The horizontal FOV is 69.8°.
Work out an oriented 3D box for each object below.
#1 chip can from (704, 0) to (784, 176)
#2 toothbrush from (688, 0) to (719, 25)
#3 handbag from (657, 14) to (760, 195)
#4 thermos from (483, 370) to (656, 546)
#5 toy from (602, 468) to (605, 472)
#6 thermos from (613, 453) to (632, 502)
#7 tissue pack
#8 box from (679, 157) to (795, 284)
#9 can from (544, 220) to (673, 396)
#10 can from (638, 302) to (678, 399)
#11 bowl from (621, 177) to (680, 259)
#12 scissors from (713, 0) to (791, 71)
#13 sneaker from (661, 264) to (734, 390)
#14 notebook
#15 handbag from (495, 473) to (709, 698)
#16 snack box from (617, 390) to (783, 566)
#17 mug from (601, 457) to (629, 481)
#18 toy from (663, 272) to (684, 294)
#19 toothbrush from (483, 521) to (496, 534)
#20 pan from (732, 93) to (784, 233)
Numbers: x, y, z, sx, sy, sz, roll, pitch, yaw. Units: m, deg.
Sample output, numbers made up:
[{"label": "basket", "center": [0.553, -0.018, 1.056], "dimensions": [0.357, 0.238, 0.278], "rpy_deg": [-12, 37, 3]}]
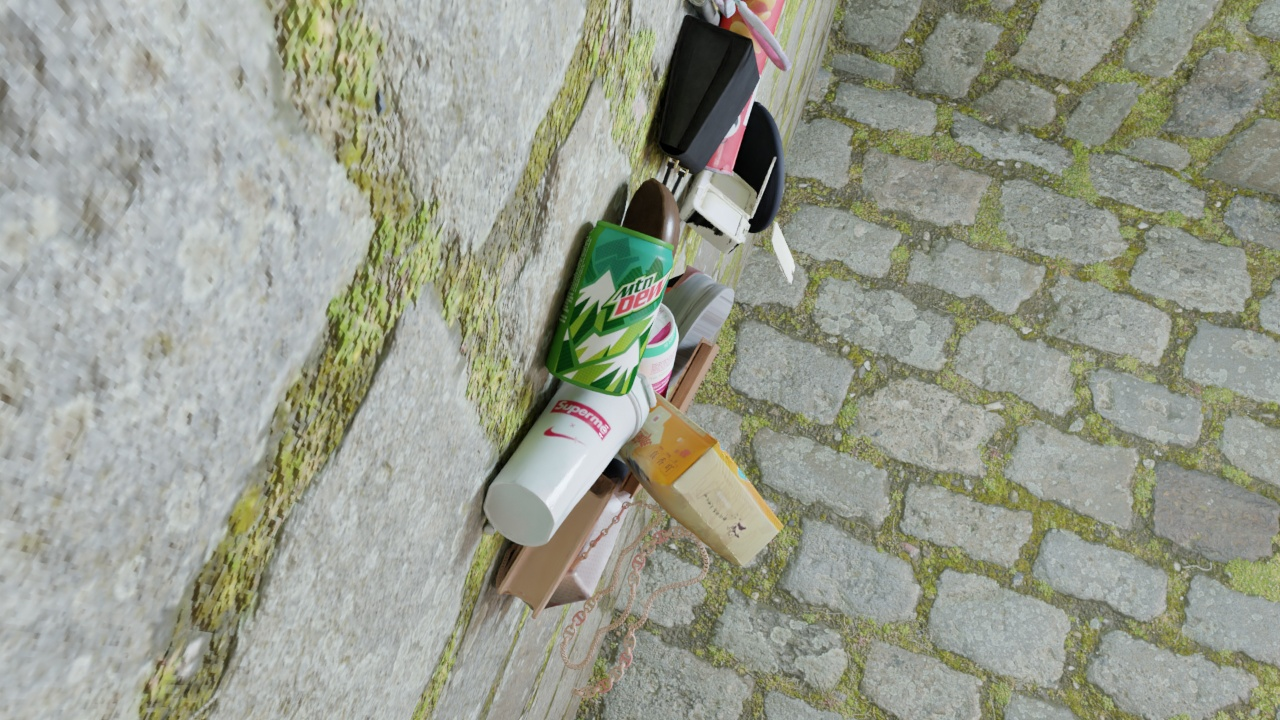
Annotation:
[{"label": "chip can", "center": [0.113, -0.347, 1.113], "dimensions": [0.073, 0.073, 0.233], "rpy_deg": [-45, 153, -73]}, {"label": "toothbrush", "center": [0.073, -0.365, 0.972], "dimensions": [0.022, 0.024, 0.185], "rpy_deg": [-32, -178, 15]}, {"label": "handbag", "center": [0.056, -0.248, 1.006], "dimensions": [0.175, 0.072, 0.196], "rpy_deg": [-29, 142, -79]}, {"label": "thermos", "center": [-0.062, 0.079, 0.870], "dimensions": [0.219, 0.099, 0.100], "rpy_deg": [-55, 163, -50]}, {"label": "toy", "center": [-0.059, 0.099, 1.064], "dimensions": [0.100, 0.062, 0.076], "rpy_deg": [79, -8, -48]}, {"label": "thermos", "center": [-0.029, 0.135, 1.349], "dimensions": [0.231, 0.068, 0.067], "rpy_deg": [101, 11, -46]}, {"label": "tissue pack", "center": [-0.077, 0.211, 1.113], "dimensions": [0.104, 0.071, 0.180], "rpy_deg": [-22, -160, 31]}, {"label": "box", "center": [0.170, -0.214, 1.302], "dimensions": [0.101, 0.194, 0.143], "rpy_deg": [-41, -160, 42]}, {"label": "can", "center": [-0.027, -0.047, 0.830], "dimensions": [0.083, 0.083, 0.144], "rpy_deg": [-16, 125, -81]}, {"label": "can", "center": [-0.006, 0.006, 1.091], "dimensions": [0.166, 0.088, 0.088], "rpy_deg": [100, 12, -52]}, {"label": "bowl", "center": [0.012, -0.120, 0.914], "dimensions": [0.118, 0.030, 0.118], "rpy_deg": [-171, -90, -68]}, {"label": "scissors", "center": [0.085, -0.350, 0.883], "dimensions": [0.014, 0.158, 0.172], "rpy_deg": [-43, 134, 11]}, {"label": "sneaker", "center": [0.018, -0.029, 1.228], "dimensions": [0.236, 0.089, 0.099], "rpy_deg": [-48, 153, 7]}, {"label": "notebook", "center": [0.041, 0.070, 1.164], "dimensions": [0.210, 0.022, 0.169], "rpy_deg": [-62, 173, 3]}, {"label": "handbag", "center": [-0.045, 0.228, 0.974], "dimensions": [0.198, 0.187, 0.116], "rpy_deg": [-58, 172, -1]}, {"label": "snack box", "center": [0.041, 0.117, 0.979], "dimensions": [0.080, 0.145, 0.195], "rpy_deg": [-42, -149, -7]}, {"label": "mug", "center": [-0.059, 0.169, 1.247], "dimensions": [0.105, 0.071, 0.077], "rpy_deg": [71, 33, -41]}, {"label": "toy", "center": [0.061, -0.069, 1.376], "dimensions": [0.119, 0.098, 0.100], "rpy_deg": [-59, 151, -23]}, {"label": "toothbrush", "center": [-0.113, 0.115, 0.908], "dimensions": [0.186, 0.012, 0.017], "rpy_deg": [-56, 151, -62]}, {"label": "pan", "center": [0.167, -0.369, 1.386], "dimensions": [0.199, 0.021, 0.357], "rpy_deg": [-135, -138, -59]}]
